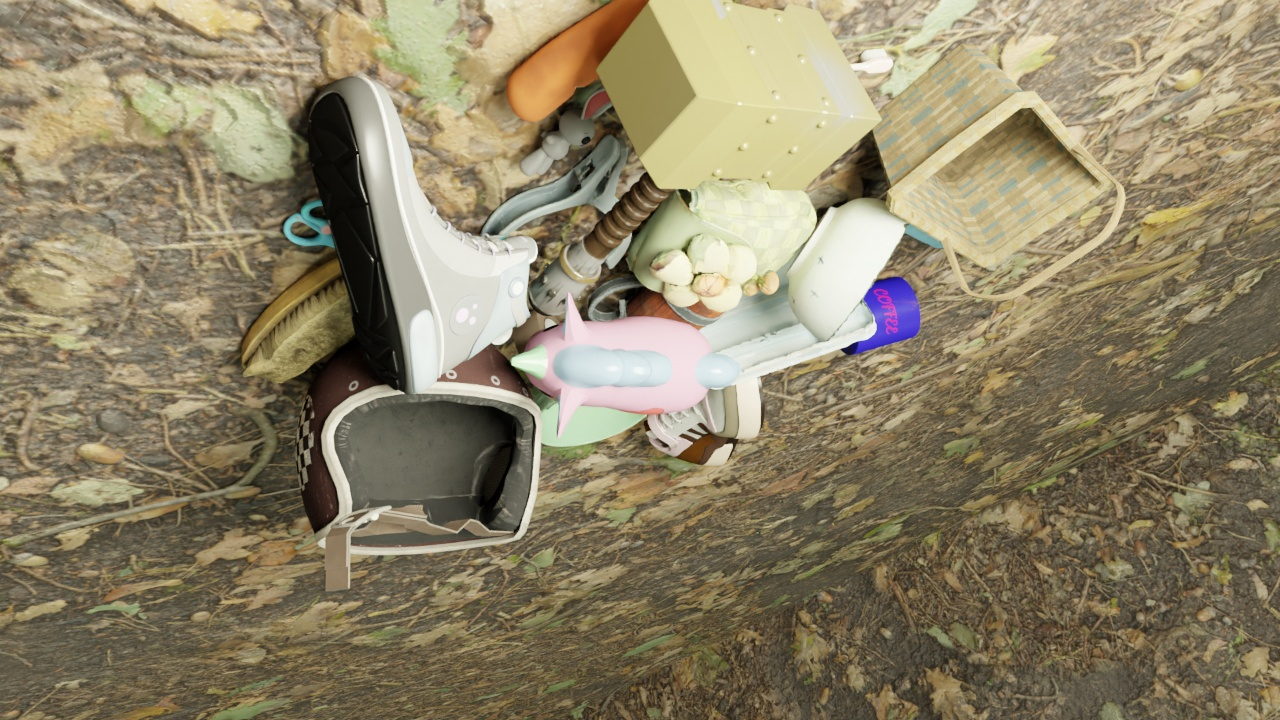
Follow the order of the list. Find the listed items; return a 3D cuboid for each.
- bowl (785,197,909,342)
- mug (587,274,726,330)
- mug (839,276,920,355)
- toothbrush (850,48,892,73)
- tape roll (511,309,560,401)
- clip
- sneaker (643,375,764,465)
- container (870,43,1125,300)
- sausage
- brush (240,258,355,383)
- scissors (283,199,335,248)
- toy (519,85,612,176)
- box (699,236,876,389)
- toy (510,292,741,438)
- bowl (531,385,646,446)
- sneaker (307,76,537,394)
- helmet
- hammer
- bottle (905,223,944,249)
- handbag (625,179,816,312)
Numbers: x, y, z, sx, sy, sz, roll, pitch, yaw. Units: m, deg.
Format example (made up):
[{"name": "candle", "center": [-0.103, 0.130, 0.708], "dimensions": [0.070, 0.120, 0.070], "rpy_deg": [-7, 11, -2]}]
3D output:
[{"name": "bowl", "center": [0.197, -0.100, 0.914], "dimensions": [0.153, 0.073, 0.153], "rpy_deg": [-57, 178, -4]}, {"name": "mug", "center": [0.014, -0.058, 0.942], "dimensions": [0.117, 0.081, 0.111], "rpy_deg": [22, 137, -30]}, {"name": "mug", "center": [0.282, -0.054, 1.142], "dimensions": [0.083, 0.079, 0.111], "rpy_deg": [-15, -179, -12]}, {"name": "toothbrush", "center": [0.124, -0.238, 0.749], "dimensions": [0.181, 0.018, 0.016], "rpy_deg": [-10, 150, -16]}, {"name": "tape roll", "center": [-0.092, -0.007, 0.929], "dimensions": [0.030, 0.093, 0.093], "rpy_deg": [-27, 153, 11]}, {"name": "clip", "center": [-0.081, -0.122, 0.800], "dimensions": [0.164, 0.031, 0.169], "rpy_deg": [-17, 152, -12]}, {"name": "sneaker", "center": [0.072, 0.060, 1.164], "dimensions": [0.116, 0.111, 0.294], "rpy_deg": [-2, 162, -9]}, {"name": "container", "center": [0.342, -0.158, 0.859], "dimensions": [0.158, 0.186, 0.249], "rpy_deg": [-38, 149, 29]}, {"name": "sausage", "center": [-0.024, -0.222, 0.642], "dimensions": [0.164, 0.039, 0.044], "rpy_deg": [-28, 155, 13]}, {"name": "brush", "center": [-0.282, -0.035, 0.793], "dimensions": [0.196, 0.043, 0.059], "rpy_deg": [-31, 152, 26]}, {"name": "scissors", "center": [-0.236, -0.093, 0.758], "dimensions": [0.055, 0.015, 0.136], "rpy_deg": [-29, 150, 12]}, {"name": "toy", "center": [-0.049, -0.180, 0.711], "dimensions": [0.112, 0.030, 0.049], "rpy_deg": [-34, 179, 28]}, {"name": "box", "center": [0.150, -0.049, 1.015], "dimensions": [0.211, 0.105, 0.130], "rpy_deg": [-23, 150, 2]}, {"name": "toy", "center": [-0.005, 0.005, 0.832], "dimensions": [0.222, 0.120, 0.171], "rpy_deg": [4, -177, -7]}, {"name": "bowl", "center": [-0.060, 0.030, 1.038], "dimensions": [0.150, 0.077, 0.151], "rpy_deg": [-17, 153, -9]}, {"name": "sneaker", "center": [-0.151, -0.103, 0.704], "dimensions": [0.160, 0.093, 0.257], "rpy_deg": [-29, 137, -33]}, {"name": "helmet", "center": [-0.208, 0.090, 0.844], "dimensions": [0.233, 0.253, 0.235], "rpy_deg": [10, 157, -38]}, {"name": "hammer", "center": [0.003, -0.129, 0.719], "dimensions": [0.189, 0.100, 0.326], "rpy_deg": [-9, 158, -43]}, {"name": "bottle", "center": [0.317, -0.152, 1.015], "dimensions": [0.129, 0.040, 0.040], "rpy_deg": [11, 139, -47]}, {"name": "handbag", "center": [0.086, -0.105, 0.851], "dimensions": [0.186, 0.116, 0.113], "rpy_deg": [-3, 149, -32]}]
